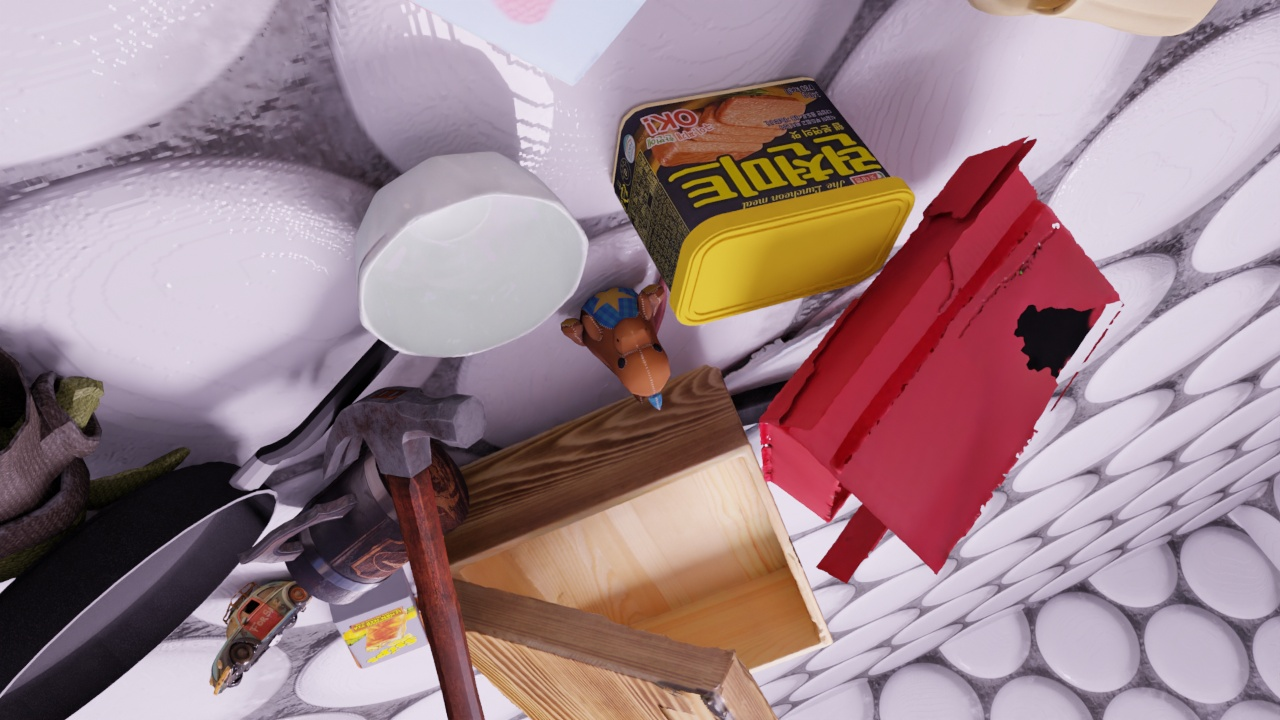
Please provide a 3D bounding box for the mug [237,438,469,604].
[{"bbox_3d":[-0.194,0.107,0.620,0.107,0.080,0.115,-38,155,21],"label":"mug"}]

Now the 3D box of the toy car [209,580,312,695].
[{"bbox_3d":[-0.299,0.203,0.711,0.047,0.047,0.111,-55,179,36],"label":"toy car"}]

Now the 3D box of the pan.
[{"bbox_3d":[-0.252,0.084,0.532,0.355,0.044,0.204,-47,178,1],"label":"pan"}]

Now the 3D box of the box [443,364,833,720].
[{"bbox_3d":[0.000,0.219,0.678,0.270,0.263,0.279,-22,132,6],"label":"box"}]

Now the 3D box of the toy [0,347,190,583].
[{"bbox_3d":[-0.326,0.054,0.443,0.179,0.078,0.153,-28,157,-26],"label":"toy"}]

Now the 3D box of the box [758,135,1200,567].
[{"bbox_3d":[0.189,-0.027,0.414,0.214,0.138,0.468,-49,178,-13],"label":"box"}]

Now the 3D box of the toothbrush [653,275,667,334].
[{"bbox_3d":[0.014,-0.038,0.627,0.015,0.015,0.185,-16,149,-24],"label":"toothbrush"}]

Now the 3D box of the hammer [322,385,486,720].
[{"bbox_3d":[-0.122,0.157,0.563,0.028,0.111,0.301,-38,126,-54],"label":"hammer"}]

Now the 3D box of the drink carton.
[{"bbox_3d":[-0.227,0.216,0.793,0.076,0.048,0.125,-17,148,-16],"label":"drink carton"}]

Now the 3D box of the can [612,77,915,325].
[{"bbox_3d":[0.061,-0.090,0.497,0.130,0.101,0.073,-15,148,-19],"label":"can"}]

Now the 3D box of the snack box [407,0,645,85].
[{"bbox_3d":[-0.047,-0.164,0.308,0.092,0.094,0.080,12,132,-48],"label":"snack box"}]

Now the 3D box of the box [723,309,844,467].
[{"bbox_3d":[0.134,0.037,0.817,0.209,0.037,0.190,-29,152,2],"label":"box"}]

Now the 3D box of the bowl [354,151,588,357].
[{"bbox_3d":[-0.091,-0.060,0.465,0.117,0.061,0.118,-20,149,-13],"label":"bowl"}]

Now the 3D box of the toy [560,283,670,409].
[{"bbox_3d":[-0.004,0.003,0.592,0.070,0.090,0.103,-23,129,-7],"label":"toy"}]

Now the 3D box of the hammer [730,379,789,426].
[{"bbox_3d":[0.167,0.024,0.777,0.324,0.034,0.170,-12,143,-17],"label":"hammer"}]

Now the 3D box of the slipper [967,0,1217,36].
[{"bbox_3d":[0.297,-0.230,0.492,0.261,0.079,0.112,-14,144,-22],"label":"slipper"}]
